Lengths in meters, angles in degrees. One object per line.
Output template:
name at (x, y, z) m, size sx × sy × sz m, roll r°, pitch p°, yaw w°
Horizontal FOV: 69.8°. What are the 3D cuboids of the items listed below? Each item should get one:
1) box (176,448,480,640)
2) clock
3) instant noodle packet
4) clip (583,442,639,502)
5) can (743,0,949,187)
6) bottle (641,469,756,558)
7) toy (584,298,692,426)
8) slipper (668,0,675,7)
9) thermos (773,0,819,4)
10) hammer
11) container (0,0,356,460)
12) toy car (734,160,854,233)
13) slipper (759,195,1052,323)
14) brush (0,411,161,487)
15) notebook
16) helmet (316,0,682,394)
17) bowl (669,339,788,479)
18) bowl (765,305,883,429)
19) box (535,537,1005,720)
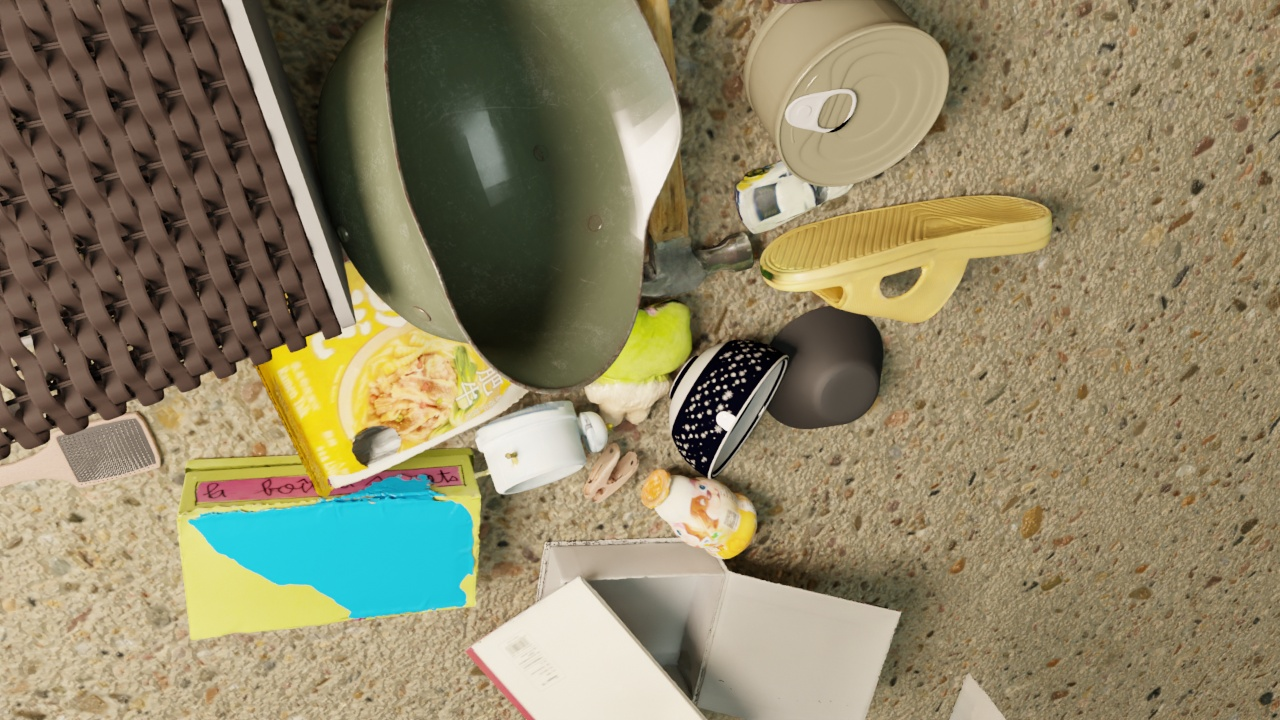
box at (-0.239, 0.141, 0.727) m, size 0.220 × 0.079 × 0.125 m, roll -4°, pitch 117°, yaw -19°
clock at (-0.075, 0.067, 0.738) m, size 0.117 × 0.057 × 0.083 m, roll -9°, pitch 163°, yaw -42°
instant noodle packet at (-0.165, -0.021, 0.675) m, size 0.221 × 0.084 × 0.163 m, roll -23°, pitch 122°, yaw -14°
clip at (-0.033, 0.096, 0.799) m, size 0.045 × 0.025 × 0.061 m, roll 37°, pitch 104°, yaw -29°
can at (0.144, -0.198, 0.658) m, size 0.127 × 0.073 × 0.128 m, roll -12°, pitch 141°, yaw -11°
bottle at (0.052, 0.134, 0.823) m, size 0.109 × 0.063 × 0.063 m, roll 32°, pitch 102°, yaw -27°
toy at (-0.004, 0.004, 0.752) m, size 0.092 × 0.043 × 0.118 m, roll -6°, pitch 124°, yaw -26°
slipper at (-0.044, -0.233, 0.625) m, size 0.098 × 0.054 × 0.269 m, roll 25°, pitch 117°, yaw -24°
thermos at (0.172, -0.325, 0.580) m, size 0.225 × 0.172 × 0.173 m, roll -13°, pitch 119°, yaw -19°
hammer at (0.008, -0.177, 0.629) m, size 0.132 × 0.033 × 0.331 m, roll -16°, pitch 134°, yaw -7°
container at (-0.310, -0.113, 0.482) m, size 0.243 × 0.247 × 0.246 m, roll -18°, pitch 120°, yaw -13°
toy car at (0.126, -0.139, 0.729) m, size 0.105 × 0.033 × 0.048 m, roll -27°, pitch 119°, yaw -5°
slipper at (0.217, -0.079, 0.753) m, size 0.263 × 0.099 × 0.078 m, roll -13°, pitch 120°, yaw -16°
brush at (-0.426, 0.076, 0.667) m, size 0.135 × 0.015 × 0.050 m, roll -14°, pitch 118°, yaw -11°
notebook at (-0.039, 0.300, 0.810) m, size 0.153 × 0.012 × 0.209 m, roll -37°, pitch 97°, yaw 26°
helmet at (-0.098, -0.108, 0.554) m, size 0.226 × 0.154 × 0.268 m, roll -36°, pitch 116°, yaw -44°
bowl at (0.063, 0.030, 0.760) m, size 0.066 × 0.120 × 0.120 m, roll 32°, pitch 106°, yaw 15°
bowl at (0.172, 0.019, 0.810) m, size 0.124 × 0.052 × 0.124 m, roll -7°, pitch 117°, yaw -15°
box at (0.106, 0.269, 0.873) m, size 0.418 × 0.108 × 0.166 m, roll 7°, pitch 114°, yaw -7°
